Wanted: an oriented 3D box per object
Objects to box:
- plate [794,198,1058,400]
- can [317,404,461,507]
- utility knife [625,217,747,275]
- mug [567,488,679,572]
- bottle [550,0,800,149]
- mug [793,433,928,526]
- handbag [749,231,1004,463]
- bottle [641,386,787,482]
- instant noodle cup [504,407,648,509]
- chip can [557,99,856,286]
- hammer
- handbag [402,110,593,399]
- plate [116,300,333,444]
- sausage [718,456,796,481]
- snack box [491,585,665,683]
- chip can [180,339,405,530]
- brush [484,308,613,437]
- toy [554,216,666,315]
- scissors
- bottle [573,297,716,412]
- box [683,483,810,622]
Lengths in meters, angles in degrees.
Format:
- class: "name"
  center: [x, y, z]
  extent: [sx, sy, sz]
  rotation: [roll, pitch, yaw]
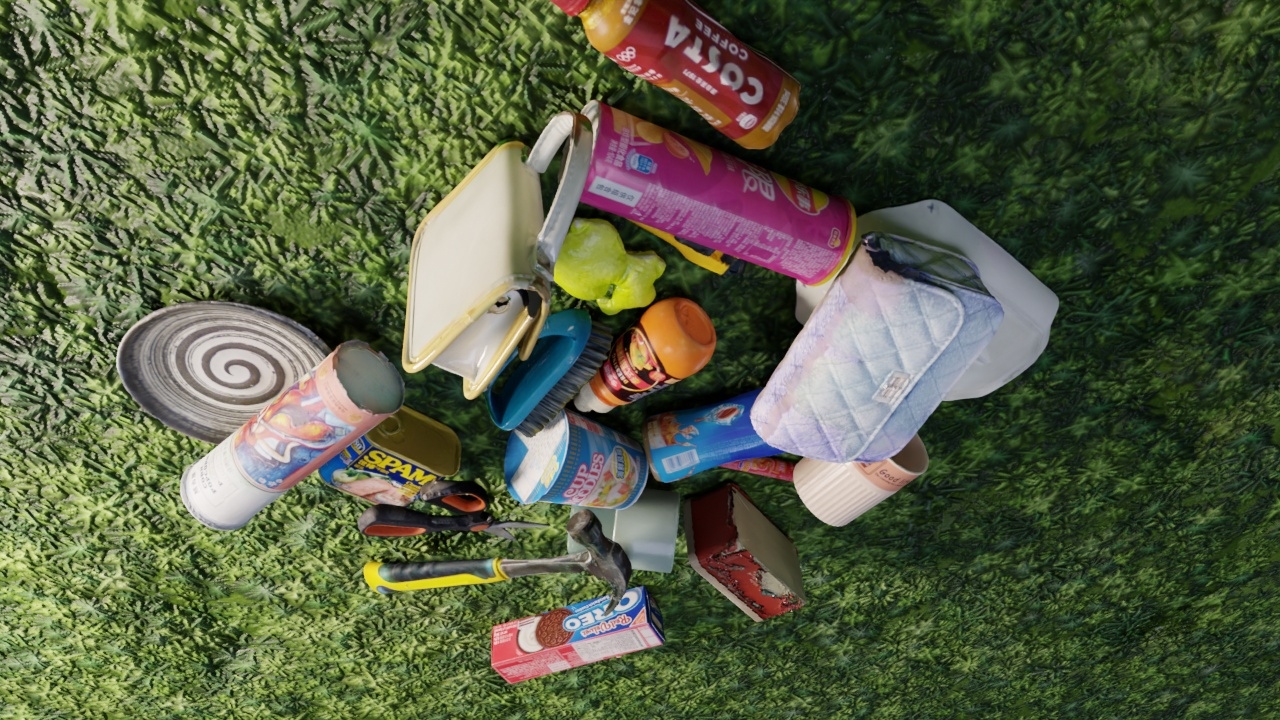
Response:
- class: "plate"
  center: [0.255, -0.035, 0.798]
  extent: [0.265, 0.034, 0.162]
  rotation: [29, 125, -31]
- class: "can"
  center: [-0.231, 0.089, 0.845]
  extent: [0.102, 0.057, 0.083]
  rotation: [31, 126, -33]
- class: "utility knife"
  center: [0.019, -0.104, 0.708]
  extent: [0.167, 0.015, 0.033]
  rotation: [24, 125, -28]
- class: "mug"
  center: [-0.018, 0.172, 0.941]
  extent: [0.106, 0.082, 0.112]
  rotation: [6, 164, 0]
- class: "bottle"
  center: [0.022, -0.199, 0.581]
  extent: [0.174, 0.057, 0.058]
  rotation: [25, 127, -29]
- class: "mug"
  center: [0.202, 0.094, 0.900]
  extent: [0.114, 0.081, 0.106]
  rotation: [39, 125, -6]
- class: "handbag"
  center: [0.188, -0.003, 0.734]
  extent: [0.134, 0.075, 0.194]
  rotation: [13, 127, -18]
- class: "bottle"
  center: [0.112, 0.058, 0.854]
  extent: [0.219, 0.065, 0.065]
  rotation: [-16, 136, 7]
- class: "instant noodle cup"
  center: [-0.054, 0.094, 0.854]
  extent: [0.109, 0.099, 0.099]
  rotation: [20, 130, -36]
- class: "chip can"
  center: [0.050, -0.118, 0.660]
  extent: [0.210, 0.071, 0.072]
  rotation: [17, 131, -22]
- class: "hammer"
  center: [-0.152, 0.216, 0.935]
  extent: [0.324, 0.031, 0.126]
  rotation: [-12, 125, 30]
- class: "handbag"
  center: [-0.084, -0.079, 0.615]
  extent: [0.063, 0.163, 0.179]
  rotation: [28, 125, -33]
- class: "plate"
  center: [-0.339, 0.010, 0.773]
  extent: [0.179, 0.024, 0.180]
  rotation: [-3, 136, -3]
- class: "sausage"
  center: [0.131, 0.109, 0.941]
  extent: [0.155, 0.020, 0.020]
  rotation: [14, 132, -21]
- class: "snack box"
  center: [-0.076, 0.335, 1.119]
  extent: [0.208, 0.057, 0.058]
  rotation: [-17, 133, 10]
- class: "chip can"
  center: [-0.292, 0.066, 0.767]
  extent: [0.215, 0.071, 0.071]
  rotation: [-33, 131, 25]
- class: "brush"
  center: [-0.088, 0.008, 0.781]
  extent: [0.073, 0.055, 0.144]
  rotation: [23, 129, -28]
- class: "toy"
  center: [-0.030, -0.072, 0.724]
  extent: [0.100, 0.031, 0.097]
  rotation: [5, 137, -13]
- class: "scissors"
  center: [-0.179, 0.156, 0.902]
  extent: [0.198, 0.021, 0.227]
  rotation: [-10, 156, -10]
- class: "bottle"
  center: [-0.005, 0.005, 0.790]
  extent: [0.066, 0.066, 0.150]
  rotation: [30, 132, -32]
- class: "box"
  center: [0.122, 0.208, 0.990]
  extent: [0.077, 0.091, 0.168]
  rotation: [-25, 134, 22]
